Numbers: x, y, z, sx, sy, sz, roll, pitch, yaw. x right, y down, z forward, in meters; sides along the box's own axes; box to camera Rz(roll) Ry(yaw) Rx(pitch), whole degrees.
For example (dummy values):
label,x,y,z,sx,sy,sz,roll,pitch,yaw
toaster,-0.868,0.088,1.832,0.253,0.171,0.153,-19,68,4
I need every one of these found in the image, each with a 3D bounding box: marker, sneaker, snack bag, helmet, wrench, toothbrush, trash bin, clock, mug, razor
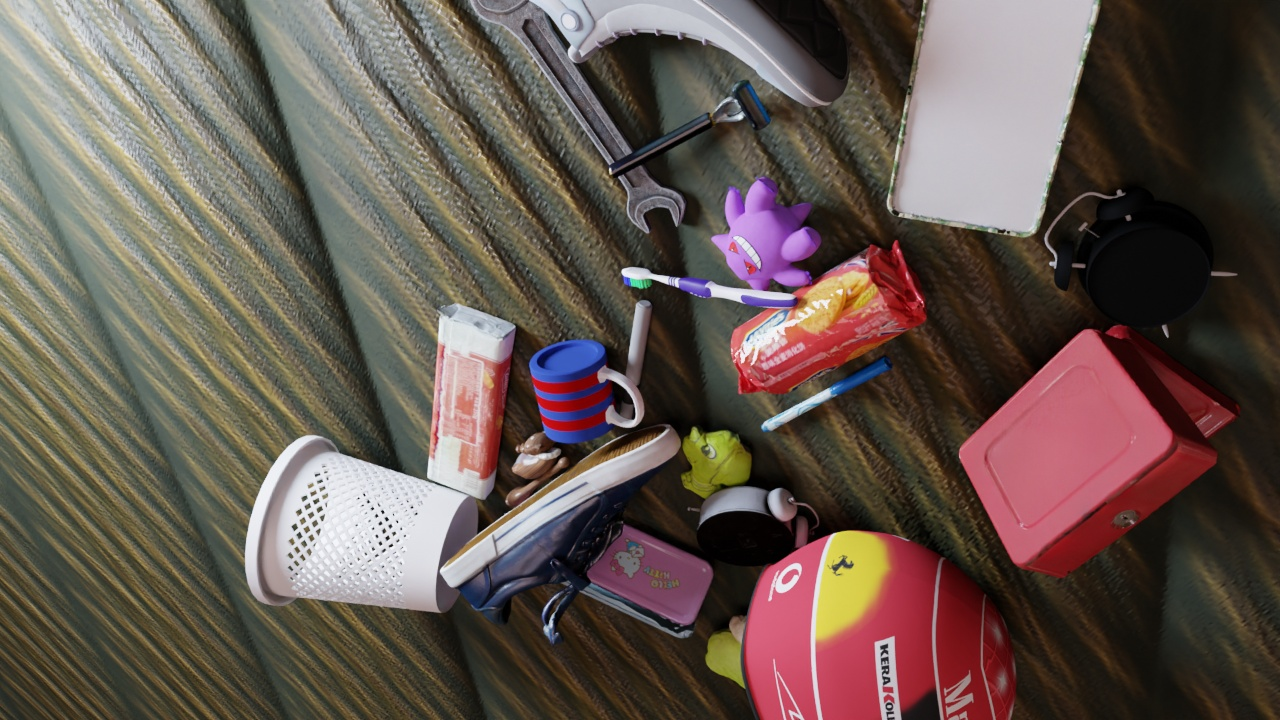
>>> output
label,x,y,z,sx,sy,sz,roll,pitch,yaw
marker,0.167,0.034,0.838,0.142,0.013,0.013,-33,101,34
sneaker,-0.061,0.180,0.925,0.295,0.120,0.127,-38,93,17
snack bag,0.156,-0.031,0.770,0.177,0.082,0.082,-32,102,34
helmet,0.225,0.282,0.843,0.225,0.197,0.271,-4,124,26
snack bag,-0.185,0.047,0.985,0.077,0.041,0.226,20,122,12
sneaker,0.025,-0.256,0.699,0.256,0.092,0.161,43,134,-5
wrench,-0.051,-0.225,0.789,0.070,0.010,0.273,-28,104,33
marker,-0.005,0.005,0.895,0.016,0.016,0.141,18,123,14
toothbrush,0.055,-0.063,0.799,0.187,0.015,0.016,14,127,38
trash bin,-0.303,0.200,1.046,0.200,0.195,0.196,10,122,7
clock,0.114,0.161,0.904,0.123,0.035,0.094,-15,131,23
mug,-0.049,0.031,0.890,0.112,0.074,0.076,6,120,30
razor,0.035,-0.187,0.762,0.145,0.022,0.043,-20,122,27
clock,0.359,-0.075,0.673,0.121,0.042,0.091,35,126,2

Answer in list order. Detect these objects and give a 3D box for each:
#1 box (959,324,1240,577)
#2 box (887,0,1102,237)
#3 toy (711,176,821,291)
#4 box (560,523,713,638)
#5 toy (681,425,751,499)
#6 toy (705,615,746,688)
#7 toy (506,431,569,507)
label,x,y,z,sx,sy,sz,roll,pitch,yaw
box,0.343,0.075,0.696,0.152,0.164,0.158,37,126,6
box,0.249,-0.196,0.652,0.118,0.049,0.206,13,121,20
toy,0.105,-0.100,0.764,0.106,0.055,0.088,52,128,9
box,-0.027,0.229,1.021,0.214,0.089,0.093,22,165,11
toy,0.074,0.107,0.907,0.094,0.036,0.094,37,128,-9
toy,0.124,0.311,0.996,0.092,0.043,0.118,28,122,10
toy,-0.116,0.114,0.990,0.102,0.041,0.055,-39,83,41
